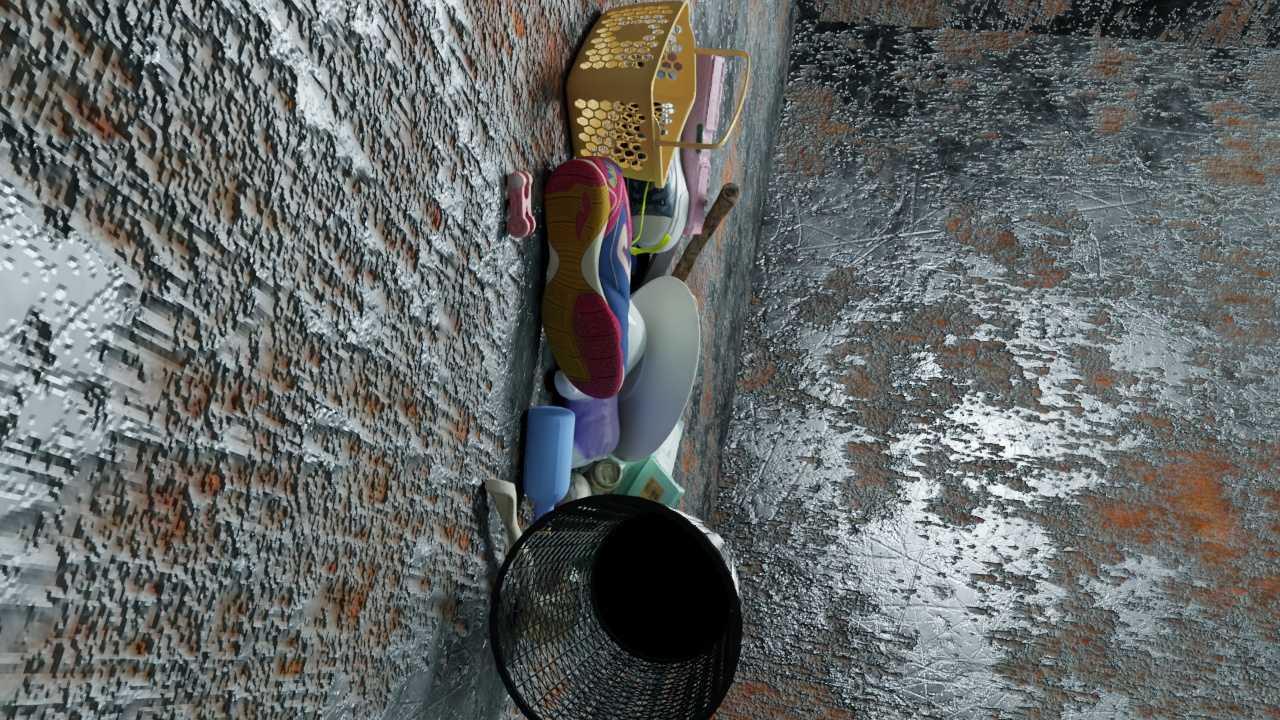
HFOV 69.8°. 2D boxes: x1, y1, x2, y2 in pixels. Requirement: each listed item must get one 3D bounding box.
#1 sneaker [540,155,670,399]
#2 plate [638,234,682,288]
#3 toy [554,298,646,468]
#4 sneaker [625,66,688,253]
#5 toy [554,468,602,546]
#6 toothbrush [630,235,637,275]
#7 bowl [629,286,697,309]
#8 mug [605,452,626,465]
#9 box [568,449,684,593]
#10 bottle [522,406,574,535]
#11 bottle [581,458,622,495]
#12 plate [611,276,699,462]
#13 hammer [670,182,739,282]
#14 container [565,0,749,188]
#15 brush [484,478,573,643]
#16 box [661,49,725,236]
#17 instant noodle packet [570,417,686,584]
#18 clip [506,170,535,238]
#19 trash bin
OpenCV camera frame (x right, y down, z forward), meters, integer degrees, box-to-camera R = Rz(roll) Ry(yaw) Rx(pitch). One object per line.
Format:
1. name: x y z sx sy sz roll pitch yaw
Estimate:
1. sneaker: -0.035 -0.083 0.924 0.090 0.116 0.242 -35 126 -62
2. plate: 0.028 -0.148 1.338 0.173 0.019 0.173 -157 -88 -85
3. toy: -0.048 0.017 1.024 0.137 0.085 0.209 -18 121 -76
4. sneaker: 0.008 -0.255 1.163 0.079 0.088 0.235 -10 104 -58
5. toy: -0.075 0.173 1.061 0.112 0.050 0.087 -107 -163 -60
6. toothbrush: -0.003 -0.210 1.249 0.016 0.017 0.190 -57 153 -73
7. bowl: 0.011 -0.050 1.247 0.131 0.064 0.132 -37 148 -28
8. mug: -0.006 0.080 1.202 0.124 0.090 0.076 -47 -178 4
9. box: -0.024 0.191 1.118 0.187 0.056 0.138 -59 -160 15
10. bottle: -0.095 0.115 0.934 0.048 0.048 0.131 -40 136 -73
11. bottle: -0.051 0.146 1.105 0.110 0.042 0.042 127 -23 -67
12. plate: -0.007 0.006 1.098 0.230 0.030 0.229 -35 -132 50
13. hammer: 0.069 -0.149 1.320 0.331 0.033 0.119 123 -17 -57
14. container: 0.025 -0.284 0.955 0.129 0.167 0.182 85 17 -47
15. brush: -0.114 0.205 0.914 0.273 0.062 0.077 80 16 -46
16. box: 0.040 -0.293 1.235 0.173 0.075 0.233 -146 -120 -63
17. instant noodle packet: -0.019 0.185 1.275 0.146 0.057 0.268 29 66 -39
18. clip: -0.106 -0.133 0.786 0.041 0.023 0.059 -26 118 -71
19. trash bin: 0.001 0.233 0.885 0.243 0.217 0.217 25 74 -77
